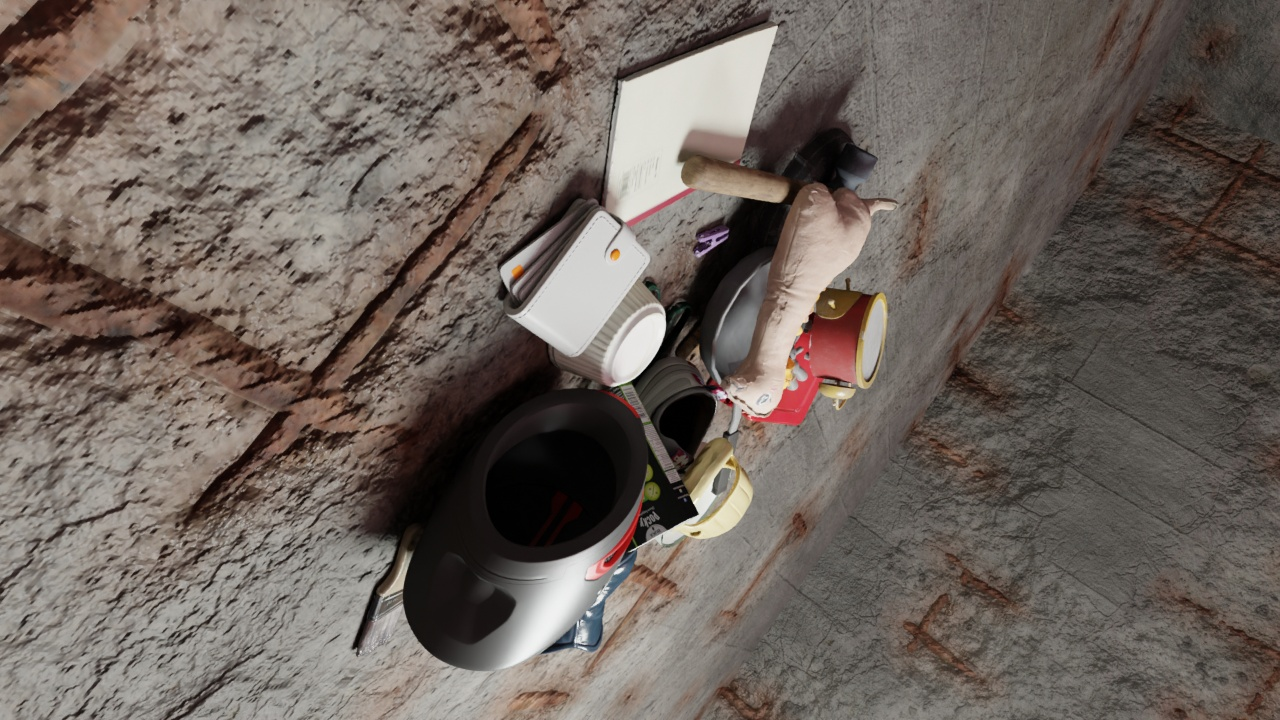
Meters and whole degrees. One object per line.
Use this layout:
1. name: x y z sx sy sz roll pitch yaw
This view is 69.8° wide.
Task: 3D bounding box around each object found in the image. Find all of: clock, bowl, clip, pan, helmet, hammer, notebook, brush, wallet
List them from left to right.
1. brush: -0.227 0.210 0.840 0.038 0.012 0.151 -14 133 -56
2. helmet: -0.100 0.157 0.822 0.263 0.164 0.170 -50 168 -36
3. wallet: -0.058 -0.074 0.750 0.118 0.037 0.115 -54 141 -1
4. bowl: -0.024 -0.026 0.850 0.115 0.062 0.115 -42 153 -28
5. bowl: 0.053 0.170 1.233 0.153 0.073 0.154 -41 152 -28
6. notebook: 0.041 -0.203 0.808 0.208 0.012 0.153 -34 150 -38
7. clip: 0.073 -0.130 0.960 0.052 0.014 0.042 -45 152 -14
8. pan: 0.119 0.021 1.100 0.178 0.041 0.358 -23 134 -38
9. pan: 0.160 -0.124 1.104 0.356 0.040 0.208 -52 156 -11
10. hammer: 0.139 -0.175 0.940 0.321 0.040 0.129 -5 127 -53
11. clock: 0.248 -0.015 1.134 0.116 0.081 0.159 -43 136 -51

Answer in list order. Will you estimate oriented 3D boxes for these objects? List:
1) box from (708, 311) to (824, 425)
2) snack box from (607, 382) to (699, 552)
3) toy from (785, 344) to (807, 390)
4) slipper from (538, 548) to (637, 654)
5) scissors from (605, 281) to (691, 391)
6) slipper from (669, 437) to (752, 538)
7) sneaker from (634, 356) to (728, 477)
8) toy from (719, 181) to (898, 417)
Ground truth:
1. box: 0.182 0.001 1.215 0.134 0.112 0.158 0 122 -56
2. snack box: -0.011 0.106 0.913 0.080 0.147 0.025 -34 166 29
3. toy: 0.167 -0.008 1.067 0.049 0.030 0.112 -43 133 -11
4. slipper: -0.070 0.293 1.054 0.266 0.083 0.108 -46 171 31
5. scissors: -0.006 0.009 0.991 0.141 0.015 0.210 -10 130 -60
6. slipper: 0.074 0.157 1.018 0.111 0.079 0.262 -52 174 -11
7. sneaker: -0.001 0.117 0.976 0.263 0.096 0.129 -54 -161 -6
8. toy: 0.183 -0.061 0.998 0.195 0.065 0.265 -3 114 -36
